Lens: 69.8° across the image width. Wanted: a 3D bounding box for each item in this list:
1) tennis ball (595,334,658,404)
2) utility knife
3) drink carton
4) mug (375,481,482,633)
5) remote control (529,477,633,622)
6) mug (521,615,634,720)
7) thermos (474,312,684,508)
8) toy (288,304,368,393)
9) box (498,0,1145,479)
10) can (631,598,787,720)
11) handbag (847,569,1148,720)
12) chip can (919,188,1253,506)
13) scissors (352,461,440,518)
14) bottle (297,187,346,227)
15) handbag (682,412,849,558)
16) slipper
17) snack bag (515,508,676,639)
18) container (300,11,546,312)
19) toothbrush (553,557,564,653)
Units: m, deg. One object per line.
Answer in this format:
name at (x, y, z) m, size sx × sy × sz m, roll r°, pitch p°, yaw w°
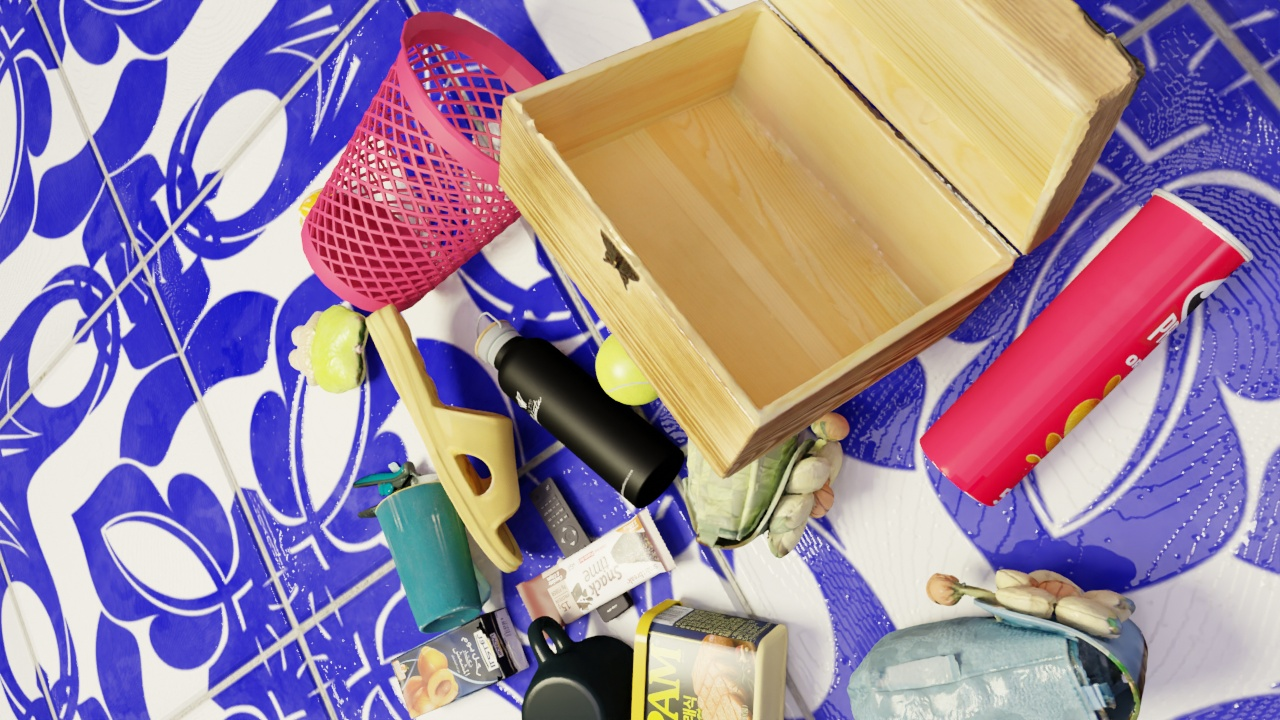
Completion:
tennis ball at (-0.005, 0.004, 0.764) m, size 0.065 × 0.065 × 0.065 m, roll 0°, pitch 91°, yaw 29°
utility knife at (-0.199, 0.166, 0.906) m, size 0.179 × 0.015 × 0.022 m, roll 48°, pitch 111°, yaw 23°
drink carton at (-0.173, 0.289, 0.876) m, size 0.130 × 0.040 × 0.064 m, roll -31°, pitch 77°, yaw 26°
mug at (-0.191, 0.183, 0.845) m, size 0.078 × 0.078 × 0.121 m, roll -35°, pitch 63°, yaw 25°
remote control at (-0.054, 0.168, 0.822) m, size 0.032 × 0.015 × 0.136 m, roll -41°, pitch 72°, yaw 23°
mug at (-0.056, 0.270, 0.772) m, size 0.085 × 0.094 × 0.121 m, roll -36°, pitch 78°, yaw 15°
thermos at (-0.067, 0.033, 0.802) m, size 0.231 × 0.061 × 0.061 m, roll 38°, pitch 108°, yaw 23°
toy at (-0.325, -0.012, 0.953) m, size 0.115 × 0.046 × 0.092 m, roll 3°, pitch 91°, yaw 36°
box at (0.112, -0.156, 0.552) m, size 0.279 × 0.281 × 0.316 m, roll 52°, pitch 154°, yaw 19°
can at (0.056, 0.270, 0.732) m, size 0.104 × 0.075 × 0.135 m, roll 3°, pitch 92°, yaw 26°
handbag at (0.231, 0.198, 0.611) m, size 0.192 × 0.121 × 0.118 m, roll -22°, pitch 81°, yaw 32°
chip can at (0.284, -0.003, 0.604) m, size 0.069 × 0.069 × 0.221 m, roll 46°, pitch 111°, yaw 21°
scissors at (-0.245, 0.124, 0.917) m, size 0.140 × 0.019 × 0.128 m, roll 34°, pitch 114°, yaw 30°
bottle at (-0.301, -0.120, 0.926) m, size 0.063 × 0.063 × 0.108 m, roll -36°, pitch 73°, yaw 24°
handbag at (0.097, 0.055, 0.686) m, size 0.117 × 0.113 × 0.186 m, roll 7°, pitch 93°, yaw 21°
slipper at (-0.158, 0.062, 0.831) m, size 0.078 × 0.099 × 0.263 m, roll -29°, pitch 92°, yaw -10°
snack bag at (-0.042, 0.189, 0.798) m, size 0.158 × 0.013 × 0.057 m, roll -34°, pitch 76°, yaw 25°
container at (-0.190, -0.156, 0.814) m, size 0.226 × 0.182 × 0.183 m, roll -39°, pitch 73°, yaw 31°
toothbrush at (-0.072, 0.269, 0.835) m, size 0.018 × 0.015 × 0.181 m, roll 3°, pitch 92°, yaw 22°
